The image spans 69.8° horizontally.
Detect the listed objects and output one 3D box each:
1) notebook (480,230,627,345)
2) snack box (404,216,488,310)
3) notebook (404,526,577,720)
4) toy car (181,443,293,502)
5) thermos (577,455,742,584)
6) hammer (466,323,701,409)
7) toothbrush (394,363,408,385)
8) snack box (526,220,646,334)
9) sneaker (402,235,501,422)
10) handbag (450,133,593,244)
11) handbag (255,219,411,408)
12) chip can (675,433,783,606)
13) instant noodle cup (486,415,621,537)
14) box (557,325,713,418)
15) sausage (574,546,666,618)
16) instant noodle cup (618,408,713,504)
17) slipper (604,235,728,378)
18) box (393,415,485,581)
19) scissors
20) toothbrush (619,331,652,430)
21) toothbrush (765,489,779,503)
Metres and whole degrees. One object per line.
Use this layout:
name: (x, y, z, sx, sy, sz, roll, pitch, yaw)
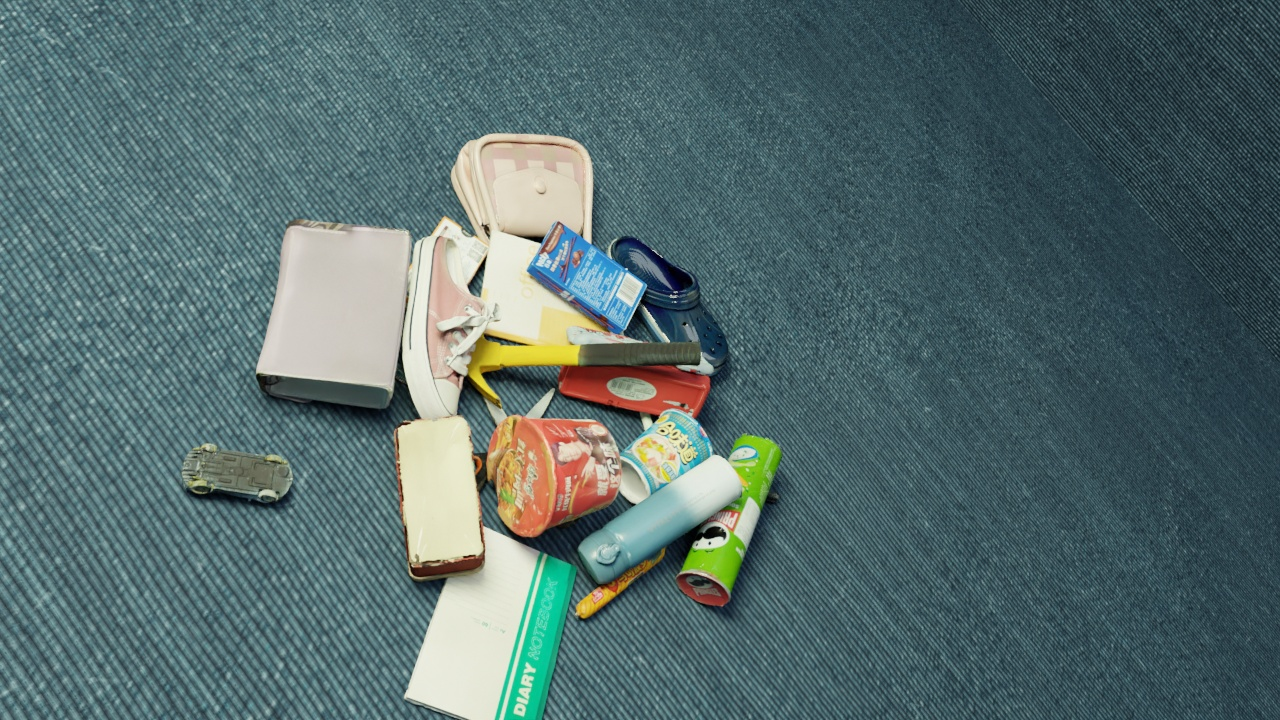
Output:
notebook: (-0.118, -0.084, 1.255, 0.206, 0.010, 0.145, 14, 74, -26)
snack box: (-0.260, -0.117, 1.203, 0.075, 0.026, 0.153, 32, 49, -12)
notebook: (-0.157, 0.295, 1.013, 0.150, 0.012, 0.208, 27, 49, -17)
toy car: (-0.414, 0.119, 0.944, 0.105, 0.031, 0.048, 13, 55, -24)
thermos: (0.024, 0.195, 1.121, 0.220, 0.070, 0.070, -29, 79, -25)
hammer: (-0.075, -0.005, 1.150, 0.300, 0.033, 0.128, -1, 66, -2)
toothbrush: (-0.347, -0.034, 1.097, 0.187, 0.017, 0.016, 40, 49, -5)
snack box: (-0.072, -0.113, 1.257, 0.157, 0.026, 0.084, 35, 58, -16)
sneaker: (-0.221, -0.040, 1.087, 0.088, 0.118, 0.240, -6, 71, 11)
handbag: (-0.151, -0.203, 1.306, 0.193, 0.094, 0.234, -6, 76, -36)
handbag: (-0.343, -0.053, 1.042, 0.145, 0.099, 0.196, 10, 67, -19)
chip can: (0.121, 0.203, 1.203, 0.072, 0.072, 0.235, 36, 52, -9)
instant noodle cup: (-0.095, 0.126, 1.057, 0.108, 0.138, 0.137, -4, 64, -40)
box: (-0.007, 0.004, 1.242, 0.201, 0.096, 0.100, 13, 36, -13)
sausage: (-0.022, 0.266, 1.114, 0.164, 0.022, 0.021, -30, 80, -42)
instant noodle cup: (0.022, 0.129, 1.189, 0.109, 0.099, 0.099, -31, 81, -34)
slipper: (0.050, -0.092, 1.348, 0.104, 0.095, 0.253, -32, 78, -40)
box: (-0.219, 0.147, 1.009, 0.091, 0.078, 0.168, -6, 64, -15)
scissors: (-0.151, 0.116, 1.126, 0.221, 0.022, 0.232, 45, 48, -1)
toothbrush: (-0.007, 0.020, 1.286, 0.020, 0.029, 0.189, -17, 66, 6)
toothbrush: (0.116, 0.151, 1.283, 0.189, 0.016, 0.014, 31, 48, -11)
